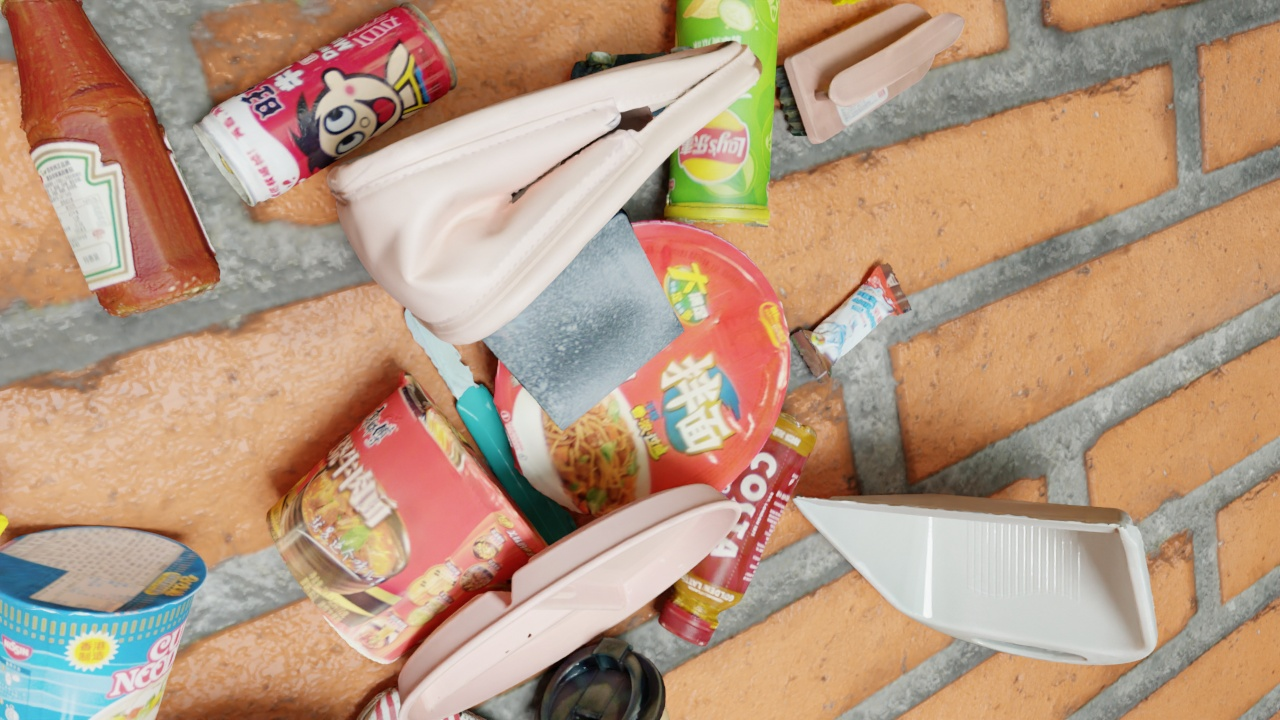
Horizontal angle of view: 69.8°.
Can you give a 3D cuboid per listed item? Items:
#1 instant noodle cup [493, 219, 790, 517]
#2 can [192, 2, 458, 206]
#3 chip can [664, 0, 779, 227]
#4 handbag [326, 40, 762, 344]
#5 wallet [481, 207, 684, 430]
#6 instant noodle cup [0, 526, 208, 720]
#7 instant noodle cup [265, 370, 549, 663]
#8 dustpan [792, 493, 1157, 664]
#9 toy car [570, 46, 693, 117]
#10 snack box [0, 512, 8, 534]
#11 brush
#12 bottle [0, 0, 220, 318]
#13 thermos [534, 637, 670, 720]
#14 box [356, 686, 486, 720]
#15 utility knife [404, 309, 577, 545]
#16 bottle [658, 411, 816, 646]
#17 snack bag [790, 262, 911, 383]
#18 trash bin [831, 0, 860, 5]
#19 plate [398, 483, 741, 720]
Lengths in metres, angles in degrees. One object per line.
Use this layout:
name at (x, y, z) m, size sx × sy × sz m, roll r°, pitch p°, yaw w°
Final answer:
instant noodle cup at (-0.004, 0.003, 0.592) m, size 0.193 × 0.066 × 0.194 m, roll -5°, pitch 107°, yaw -18°
can at (-0.168, -0.139, 0.498) m, size 0.132 × 0.053 × 0.053 m, roll -38°, pitch 114°, yaw -19°
chip can at (0.055, -0.200, 0.602) m, size 0.072 × 0.073 × 0.221 m, roll -2°, pitch 99°, yaw -29°
handbag at (-0.042, -0.111, 0.480) m, size 0.234 × 0.193 × 0.093 m, roll -33°, pitch 111°, yaw -13°
wallet at (-0.029, -0.019, 0.502) m, size 0.097 × 0.019 × 0.121 m, roll -40°, pitch 147°, yaw -6°
instant noodle cup at (-0.282, 0.153, 0.465) m, size 0.099 × 0.099 × 0.110 m, roll 9°, pitch 101°, yaw -30°
instant noodle cup at (-0.130, 0.094, 0.516) m, size 0.108 × 0.138 × 0.138 m, roll -39°, pitch 114°, yaw -10°
dustpan at (0.269, 0.176, 0.693) m, size 0.257 × 0.223 × 0.142 m, roll 7°, pitch 84°, yaw -53°
toy car at (0.001, -0.170, 0.575) m, size 0.091 × 0.034 × 0.043 m, roll 0°, pitch 94°, yaw 15°
snack box at (-0.365, 0.110, 0.414) m, size 0.087 × 0.034 × 0.140 m, roll 29°, pitch 80°, yaw 13°
brush at (0.168, -0.214, 0.663) m, size 0.145 × 0.073 × 0.063 m, roll -33°, pitch 111°, yaw -23°
bottle at (-0.269, -0.124, 0.444) m, size 0.059 × 0.060 × 0.206 m, roll -23°, pitch 105°, yaw -24°
thermos at (-0.011, 0.271, 0.635) m, size 0.093 × 0.093 × 0.143 m, roll -35°, pitch 121°, yaw -20°
box at (-0.118, 0.265, 0.602) m, size 0.164 × 0.051 × 0.068 m, roll 43°, pitch 87°, yaw -26°
utility knife at (-0.092, 0.051, 0.594) m, size 0.029 × 0.013 × 0.218 m, roll -36°, pitch 115°, yaw -18°
bottle at (0.068, 0.119, 0.667) m, size 0.057 × 0.057 × 0.175 m, roll 30°, pitch 83°, yaw -29°
snack bag at (0.166, -0.030, 0.717) m, size 0.104 × 0.026 × 0.048 m, roll -36°, pitch 101°, yaw -20°
trash bin at (0.208, -0.372, 0.583) m, size 0.229 × 0.230 × 0.255 m, roll -17°, pitch 111°, yaw -26°
plate at (-0.041, 0.142, 0.545) m, size 0.229 × 0.230 × 0.028 m, roll -24°, pitch 68°, yaw -24°
